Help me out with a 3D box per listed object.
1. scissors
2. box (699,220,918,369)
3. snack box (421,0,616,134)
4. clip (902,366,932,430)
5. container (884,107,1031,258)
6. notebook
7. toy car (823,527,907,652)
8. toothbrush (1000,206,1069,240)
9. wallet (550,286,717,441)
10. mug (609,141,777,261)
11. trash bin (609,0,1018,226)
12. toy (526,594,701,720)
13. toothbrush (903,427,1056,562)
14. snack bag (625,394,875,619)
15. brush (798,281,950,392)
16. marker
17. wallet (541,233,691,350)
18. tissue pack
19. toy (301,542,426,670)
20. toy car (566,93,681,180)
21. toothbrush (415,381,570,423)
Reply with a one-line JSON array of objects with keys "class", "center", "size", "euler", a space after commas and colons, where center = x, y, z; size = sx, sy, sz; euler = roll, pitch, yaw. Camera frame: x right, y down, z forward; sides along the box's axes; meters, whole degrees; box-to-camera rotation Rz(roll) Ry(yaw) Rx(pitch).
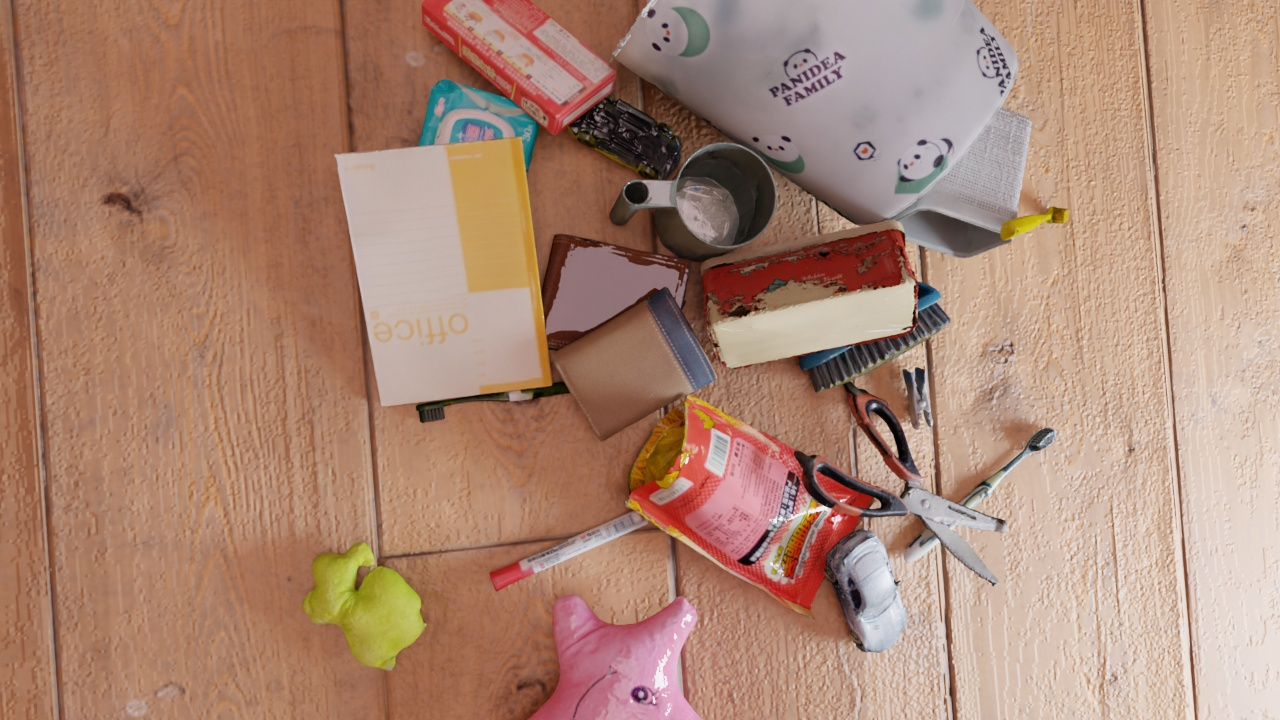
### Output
[{"class": "scissors", "center": [0.230, 0.112, 0.804], "size": [0.188, 0.015, 0.226], "euler": [-15, 72, -31]}, {"class": "box", "center": [0.138, -0.045, 0.751], "size": [0.168, 0.091, 0.078], "euler": [-12, 58, 10]}, {"class": "snack box", "center": [-0.100, -0.256, 0.753], "size": [0.153, 0.026, 0.075], "euler": [41, 63, 8]}, {"class": "clip", "center": [0.254, 0.035, 0.835], "size": [0.036, 0.025, 0.058], "euler": [-10, 95, -4]}, {"class": "container", "center": [0.283, -0.164, 0.815], "size": [0.090, 0.090, 0.114], "euler": [17, 83, -9]}, {"class": "notebook", "center": [-0.155, -0.069, 0.739], "size": [0.146, 0.010, 0.206], "euler": [-6, 106, -4]}, {"class": "toy car", "center": [0.200, 0.204, 0.802], "size": [0.054, 0.037, 0.121], "euler": [-30, 113, -20]}, {"class": "toothbrush", "center": [0.345, -0.120, 0.797], "size": [0.017, 0.189, 0.016], "euler": [12, 108, 33]}, {"class": "wallet", "center": [-0.005, 0.004, 0.766], "size": [0.115, 0.033, 0.090], "euler": [-30, 103, 2]}, {"class": "mug", "center": [0.039, -0.128, 0.763], "size": [0.124, 0.103, 0.083], "euler": [1, 88, -9]}, {"class": "trash bin", "center": [0.141, -0.255, 0.733], "size": [0.252, 0.230, 0.229], "euler": [36, 83, -13]}, {"class": "toy", "center": [-0.010, 0.282, 0.754], "size": [0.178, 0.074, 0.194], "euler": [24, 85, 0]}, {"class": "toothbrush", "center": [0.315, 0.123, 0.846], "size": [0.191, 0.018, 0.016], "euler": [-39, 94, -9]}, {"class": "snack bag", "center": [0.096, 0.124, 0.787], "size": [0.208, 0.073, 0.128], "euler": [31, 83, -19]}, {"class": "brush", "center": [0.202, -0.031, 0.812], "size": [0.143, 0.055, 0.073], "euler": [-27, 89, -9]}, {"class": "marker", "center": [-0.058, 0.159, 0.781], "size": [0.145, 0.017, 0.017], "euler": [-22, 92, -10]}, {"class": "wallet", "center": [-0.025, -0.048, 0.787], "size": [0.124, 0.032, 0.101], "euler": [11, 89, -8]}, {"class": "tissue pack", "center": [-0.139, -0.155, 0.760], "size": [0.093, 0.050, 0.133], "euler": [11, 87, -10]}, {"class": "toy", "center": [-0.222, 0.198, 0.745], "size": [0.100, 0.031, 0.096], "euler": [13, 84, -9]}, {"class": "toy car", "center": [-0.014, -0.193, 0.792], "size": [0.105, 0.032, 0.048], "euler": [24, 84, -17]}, {"class": "toothbrush", "center": [-0.096, 0.031, 0.781], "size": [0.185, 0.012, 0.017], "euler": [-8, 96, -10]}]
